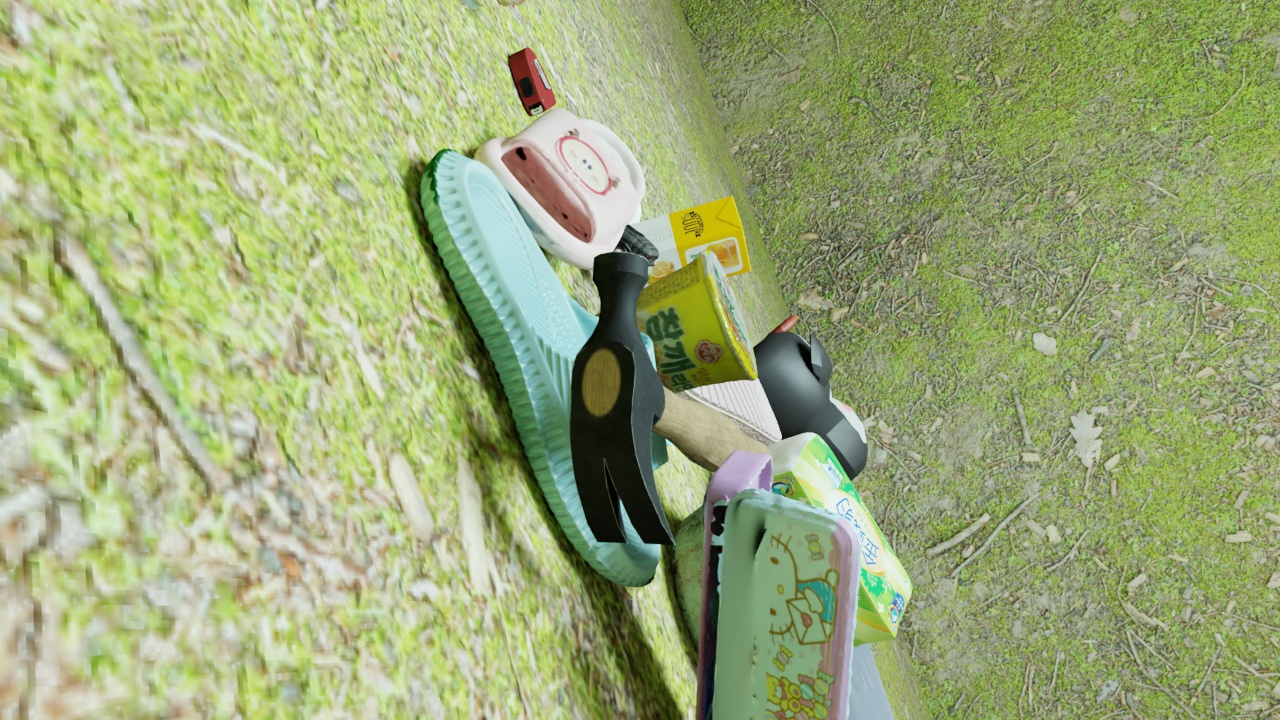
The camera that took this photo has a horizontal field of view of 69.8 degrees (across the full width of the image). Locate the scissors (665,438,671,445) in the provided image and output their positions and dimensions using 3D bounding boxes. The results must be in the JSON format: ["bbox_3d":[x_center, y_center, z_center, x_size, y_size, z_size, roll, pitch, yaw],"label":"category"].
[{"bbox_3d":[-0.006,0.001,0.757,0.113,0.013,0.140,26,47,-68],"label":"scissors"}]

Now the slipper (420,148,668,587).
[{"bbox_3d":[-0.036,0.004,0.515,0.276,0.070,0.115,66,17,-12],"label":"slipper"}]

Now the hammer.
[{"bbox_3d":[0.035,0.049,0.554,0.305,0.040,0.132,34,56,-65],"label":"hammer"}]

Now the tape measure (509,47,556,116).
[{"bbox_3d":[-0.089,-0.231,0.758,0.058,0.019,0.051,-77,144,-67],"label":"tape measure"}]

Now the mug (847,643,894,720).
[{"bbox_3d":[0.192,0.333,0.909,0.124,0.084,0.103,32,34,-38],"label":"mug"}]

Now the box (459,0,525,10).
[{"bbox_3d":[-0.135,-0.356,0.691,0.076,0.055,0.187,-16,82,-44],"label":"box"}]

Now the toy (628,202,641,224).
[{"bbox_3d":[-0.020,-0.149,0.866,0.076,0.037,0.125,52,25,-54],"label":"toy"}]

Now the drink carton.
[{"bbox_3d":[0.030,-0.095,0.809,0.058,0.122,0.040,67,10,-54],"label":"drink carton"}]

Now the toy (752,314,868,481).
[{"bbox_3d":[0.169,0.068,1.019,0.184,0.160,0.139,49,41,4],"label":"toy"}]

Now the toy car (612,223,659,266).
[{"bbox_3d":[-0.025,-0.107,0.728,0.092,0.037,0.040,37,13,8],"label":"toy car"}]

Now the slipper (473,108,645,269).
[{"bbox_3d":[-0.041,-0.126,0.638,0.107,0.056,0.221,49,25,-7],"label":"slipper"}]

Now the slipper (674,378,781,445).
[{"bbox_3d":[0.056,0.029,0.847,0.239,0.064,0.094,28,39,-56],"label":"slipper"}]

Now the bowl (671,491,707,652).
[{"bbox_3d":[0.062,0.179,0.696,0.157,0.039,0.157,-20,90,-77],"label":"bowl"}]

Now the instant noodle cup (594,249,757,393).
[{"bbox_3d":[0.018,-0.017,0.664,0.102,0.108,0.102,-20,90,-76],"label":"instant noodle cup"}]

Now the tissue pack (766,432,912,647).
[{"bbox_3d":[0.146,0.185,0.836,0.197,0.121,0.141,53,40,-5],"label":"tissue pack"}]

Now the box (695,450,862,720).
[{"bbox_3d":[0.061,0.165,0.495,0.140,0.062,0.214,-144,-126,-70],"label":"box"}]
